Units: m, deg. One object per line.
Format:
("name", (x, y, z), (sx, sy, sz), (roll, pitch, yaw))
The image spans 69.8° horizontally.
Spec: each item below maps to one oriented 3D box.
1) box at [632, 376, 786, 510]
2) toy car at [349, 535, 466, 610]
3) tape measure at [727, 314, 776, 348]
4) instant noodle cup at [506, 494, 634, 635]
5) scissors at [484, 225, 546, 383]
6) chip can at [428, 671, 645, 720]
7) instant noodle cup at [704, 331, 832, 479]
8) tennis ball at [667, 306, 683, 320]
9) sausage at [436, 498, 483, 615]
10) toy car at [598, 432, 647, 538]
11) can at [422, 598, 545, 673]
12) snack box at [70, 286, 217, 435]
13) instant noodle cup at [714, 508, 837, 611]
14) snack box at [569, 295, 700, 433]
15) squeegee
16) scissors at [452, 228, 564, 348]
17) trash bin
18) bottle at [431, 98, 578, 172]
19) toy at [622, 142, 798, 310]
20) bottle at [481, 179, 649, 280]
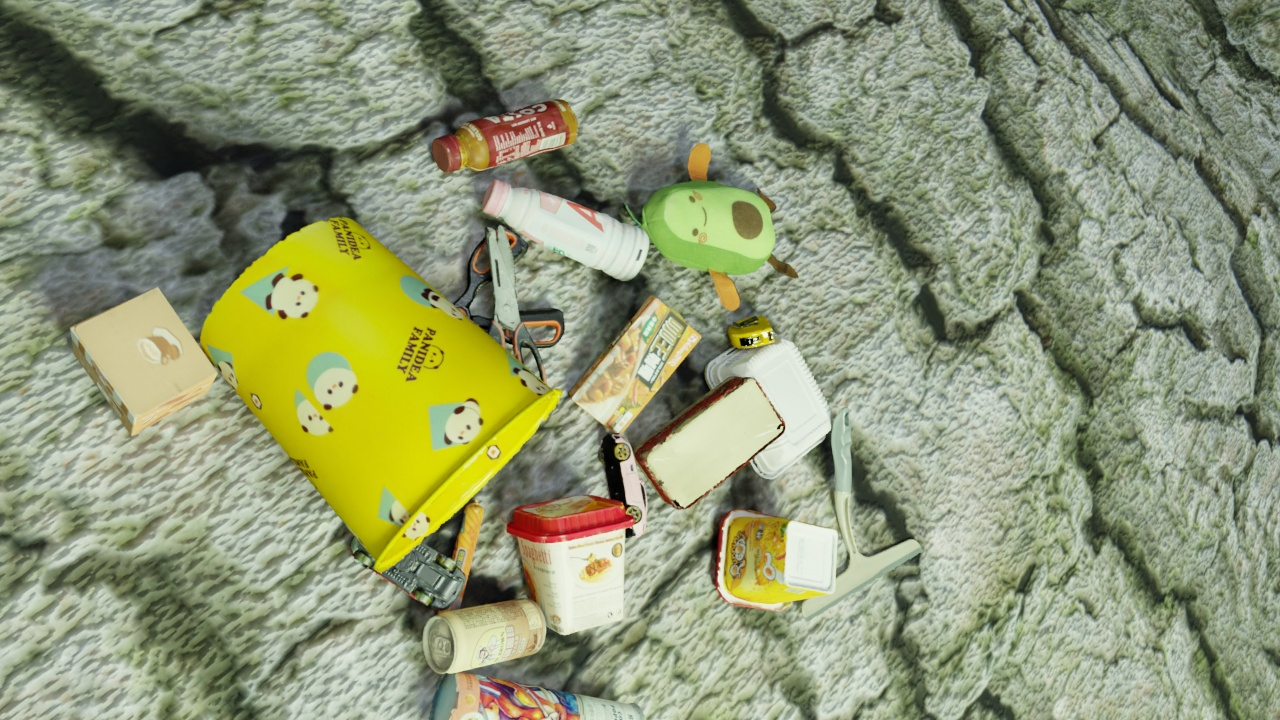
("box", (0.082, 0.094, 1.079), (0.168, 0.079, 0.091), (-36, 97, -13))
("toy car", (-0.232, 0.203, 0.916), (0.120, 0.045, 0.052), (35, 68, -1))
("tape measure", (0.142, -0.039, 1.185), (0.057, 0.060, 0.029), (-15, 112, 3))
("instant noodle cup", (-0.071, 0.215, 0.976), (0.116, 0.116, 0.124), (-7, 93, -31))
("scissors", (-0.160, -0.040, 1.012), (0.206, 0.015, 0.194), (48, 68, -11))
("chip can", (-0.103, 0.370, 0.937), (0.214, 0.071, 0.071), (20, 68, -24))
("instant noodle cup", (0.177, 0.051, 1.185), (0.137, 0.060, 0.173), (-31, 93, -32))
("tennis ball", (0.023, -0.035, 1.113), (0.065, 0.066, 0.065), (8, 74, -28))
("sausage", (-0.190, 0.223, 0.951), (0.021, 0.022, 0.165), (21, 68, -24))
("toy car", (-0.017, 0.143, 1.051), (0.037, 0.056, 0.122), (-7, 81, -28))
("can", (-0.155, 0.275, 0.920), (0.116, 0.059, 0.058), (5, 75, -47))
("snack box", (-0.442, 0.002, 0.817), (0.076, 0.095, 0.093), (-36, 96, -32))
("instant noodle cup", (0.165, 0.236, 1.093), (0.116, 0.124, 0.116), (16, 70, -26))
("snack box", (-0.006, 0.006, 1.068), (0.075, 0.026, 0.154), (39, 92, -16))
("squeegee", (0.271, 0.178, 1.204), (0.245, 0.039, 0.246), (-18, 104, -36))
("scissors", (-0.188, -0.060, 1.026), (0.220, 0.022, 0.224), (16, 72, -21))
("trash bin", (-0.240, 0.021, 0.844), (0.255, 0.230, 0.229), (45, 59, 3))
("bottle", (-0.157, -0.259, 1.069), (0.174, 0.058, 0.057), (-25, 91, -32))
("toy", (0.101, -0.172, 1.180), (0.246, 0.090, 0.226), (-2, 72, -34))
("bottle", (-0.088, -0.157, 1.080), (0.196, 0.068, 0.068), (21, 68, -22))
